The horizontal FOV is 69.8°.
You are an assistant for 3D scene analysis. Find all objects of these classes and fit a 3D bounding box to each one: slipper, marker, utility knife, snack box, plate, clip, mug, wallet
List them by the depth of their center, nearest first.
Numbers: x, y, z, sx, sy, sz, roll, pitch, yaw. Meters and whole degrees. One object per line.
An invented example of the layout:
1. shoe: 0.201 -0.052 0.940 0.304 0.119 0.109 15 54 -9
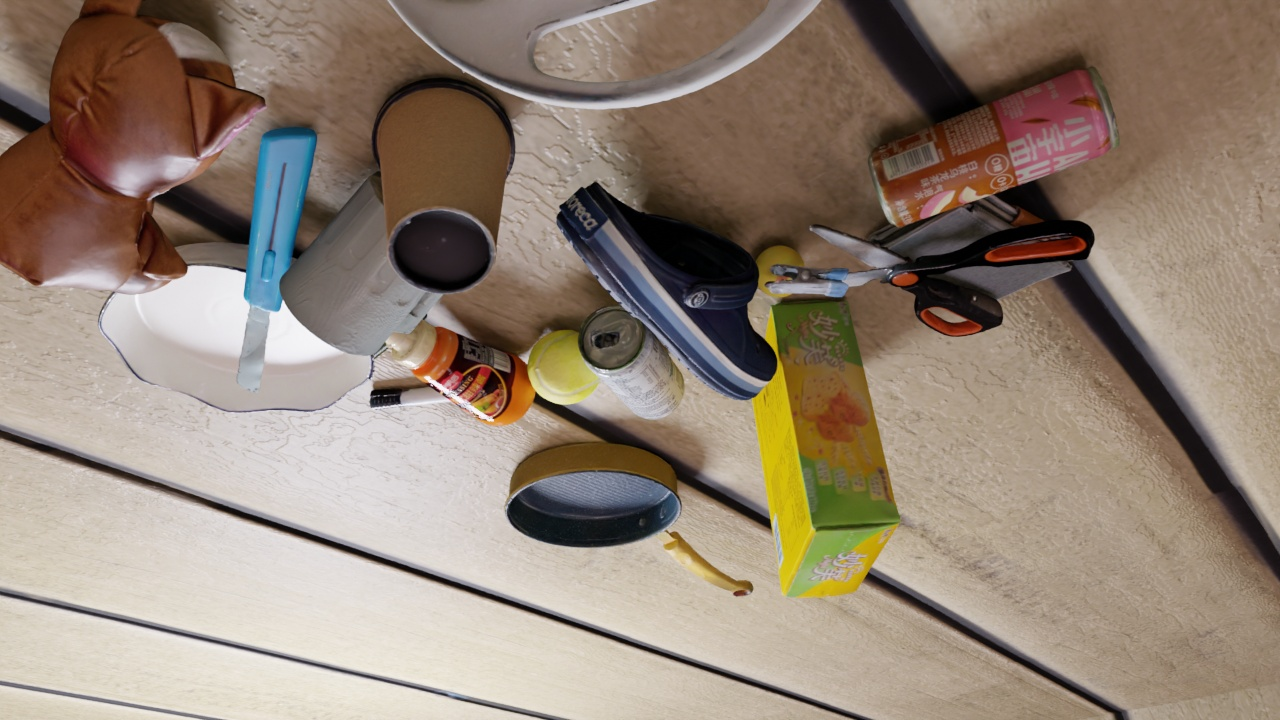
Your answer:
1. utility knife: -0.266 -0.064 0.655 0.034 0.018 0.224 6 125 -27
2. clip: 0.120 -0.057 0.656 0.058 0.036 0.026 6 162 -2
3. mug: -0.178 -0.066 0.658 0.103 0.083 0.123 -45 159 18
4. slipper: 0.035 -0.061 0.685 0.095 0.105 0.252 -40 139 11
5. wallet: 0.255 -0.088 0.705 0.129 0.037 0.107 19 151 -29
6. plate: -0.323 -0.024 0.752 0.205 0.045 0.205 -2 146 -2
7. snack box: 0.149 0.076 0.784 0.070 0.209 0.158 -3 147 -2
8. marker: -0.193 0.031 0.865 0.131 0.018 0.023 -8 136 8

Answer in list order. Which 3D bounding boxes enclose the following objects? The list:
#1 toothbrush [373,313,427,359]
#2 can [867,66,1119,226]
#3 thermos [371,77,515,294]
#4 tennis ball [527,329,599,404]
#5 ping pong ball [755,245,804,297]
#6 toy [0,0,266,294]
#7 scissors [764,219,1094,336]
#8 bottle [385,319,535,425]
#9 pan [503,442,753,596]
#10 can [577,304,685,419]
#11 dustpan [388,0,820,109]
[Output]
1. toothbrush: -0.249 -0.002 0.818 0.186 0.012 0.017 -31 126 35
2. can: 0.230 -0.139 0.608 0.147 0.057 0.058 -18 143 22
3. thermos: -0.122 -0.108 0.568 0.093 0.143 0.093 -6 134 -6
4. tennis ball: -0.065 0.006 0.793 0.065 0.065 0.066 -2 146 -1
5. ping pong ball: 0.108 -0.070 0.717 0.040 0.040 0.040 -2 146 -1
6. toy: -0.301 -0.126 0.545 0.140 0.130 0.200 45 121 0
7. scissors: 0.215 -0.067 0.675 0.233 0.021 0.220 -15 152 30
8. bottle: -0.158 0.004 0.782 0.067 0.066 0.149 -26 140 30
9. pan: 0.006 0.199 1.069 0.357 0.078 0.198 26 137 -35
10. can: -0.005 0.005 0.773 0.058 0.058 0.147 -11 160 12
11. dustpan: -0.022 -0.234 0.313 0.223 0.142 0.258 -11 126 13
